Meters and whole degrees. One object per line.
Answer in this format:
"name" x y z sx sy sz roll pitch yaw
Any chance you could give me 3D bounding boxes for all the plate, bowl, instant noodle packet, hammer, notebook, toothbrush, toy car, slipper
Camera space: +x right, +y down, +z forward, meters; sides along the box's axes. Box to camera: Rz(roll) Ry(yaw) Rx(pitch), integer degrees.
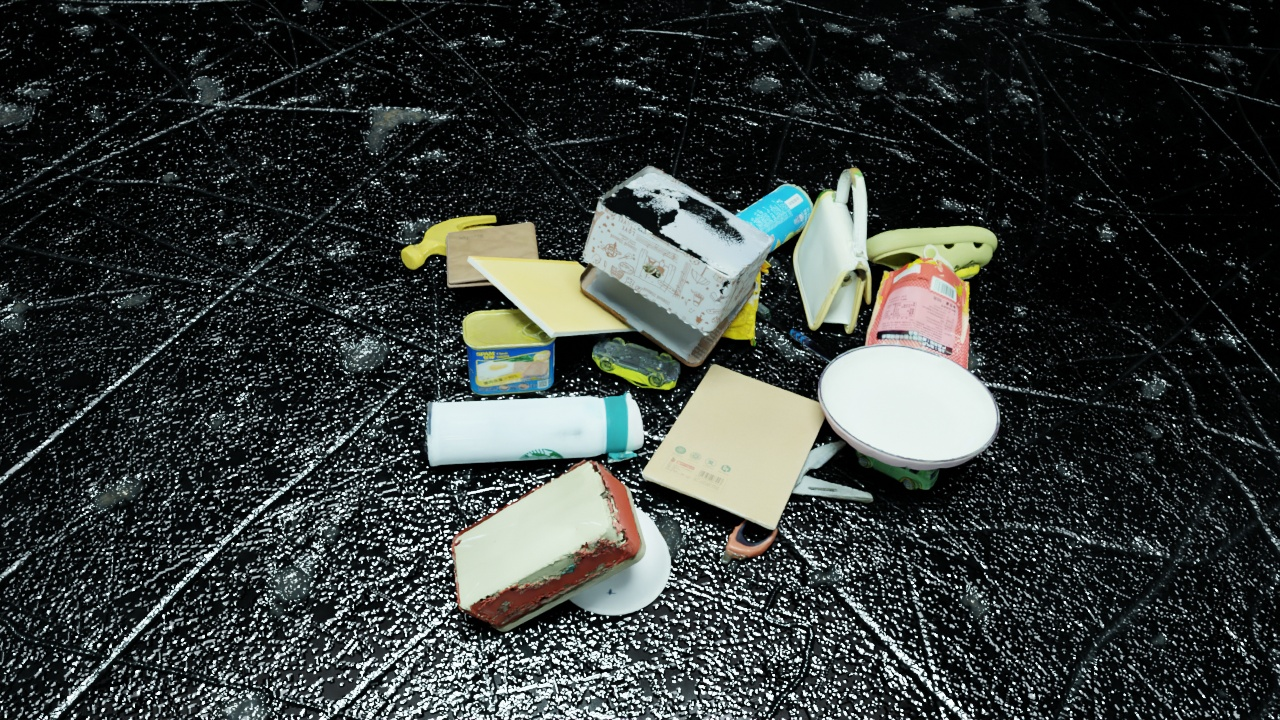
"plate" 0.289 0.055 1.004 0.192 0.039 0.192 1 39 -1
"bowl" -0.026 0.177 0.883 0.118 0.065 0.118 3 47 -4
"instant noodle packet" 0.088 -0.079 1.118 0.128 0.111 0.044 7 10 3
"hammer" -0.153 -0.099 1.153 0.301 0.033 0.128 31 52 22
"notebook" -0.087 -0.076 1.071 0.146 0.010 0.205 41 23 22
"toothbrush" 0.202 -0.024 1.118 0.014 0.016 0.189 -35 51 -22
"toy car" 0.282 0.106 1.004 0.091 0.036 0.043 23 50 20
"notebook" 0.109 0.087 1.003 0.148 0.008 0.207 20 41 15
"toy car" -0.006 0.006 1.066 0.105 0.032 0.048 19 39 8
"slipper" 0.383 -0.132 1.219 0.190 0.092 0.081 -1 84 -18

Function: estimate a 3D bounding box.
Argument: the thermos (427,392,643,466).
"thermos" -0.109 0.075 0.971 0.224 0.073 0.073 -2 47 -9

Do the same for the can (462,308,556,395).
"can" -0.146 -0.009 1.032 0.102 0.083 0.057 -4 48 -10

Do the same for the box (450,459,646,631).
"box" -0.089 0.165 0.822 0.168 0.078 0.091 -31 47 14

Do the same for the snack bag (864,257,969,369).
"snack bag" 0.340 -0.030 1.124 0.129 0.073 0.207 10 54 13

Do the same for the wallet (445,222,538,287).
"wallet" -0.185 -0.131 1.145 0.115 0.020 0.101 -7 47 -8

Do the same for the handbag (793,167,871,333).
"handbag" 0.252 -0.142 1.138 0.063 0.179 0.163 5 45 -9

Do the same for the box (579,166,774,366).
"box" 0.031 -0.100 1.048 0.182 0.167 0.149 33 39 12

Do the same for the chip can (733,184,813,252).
"chip can" 0.141 -0.163 1.219 0.071 0.071 0.209 37 53 26

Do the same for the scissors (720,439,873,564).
"scissors" 0.135 0.132 0.978 0.189 0.015 0.224 34 51 24
